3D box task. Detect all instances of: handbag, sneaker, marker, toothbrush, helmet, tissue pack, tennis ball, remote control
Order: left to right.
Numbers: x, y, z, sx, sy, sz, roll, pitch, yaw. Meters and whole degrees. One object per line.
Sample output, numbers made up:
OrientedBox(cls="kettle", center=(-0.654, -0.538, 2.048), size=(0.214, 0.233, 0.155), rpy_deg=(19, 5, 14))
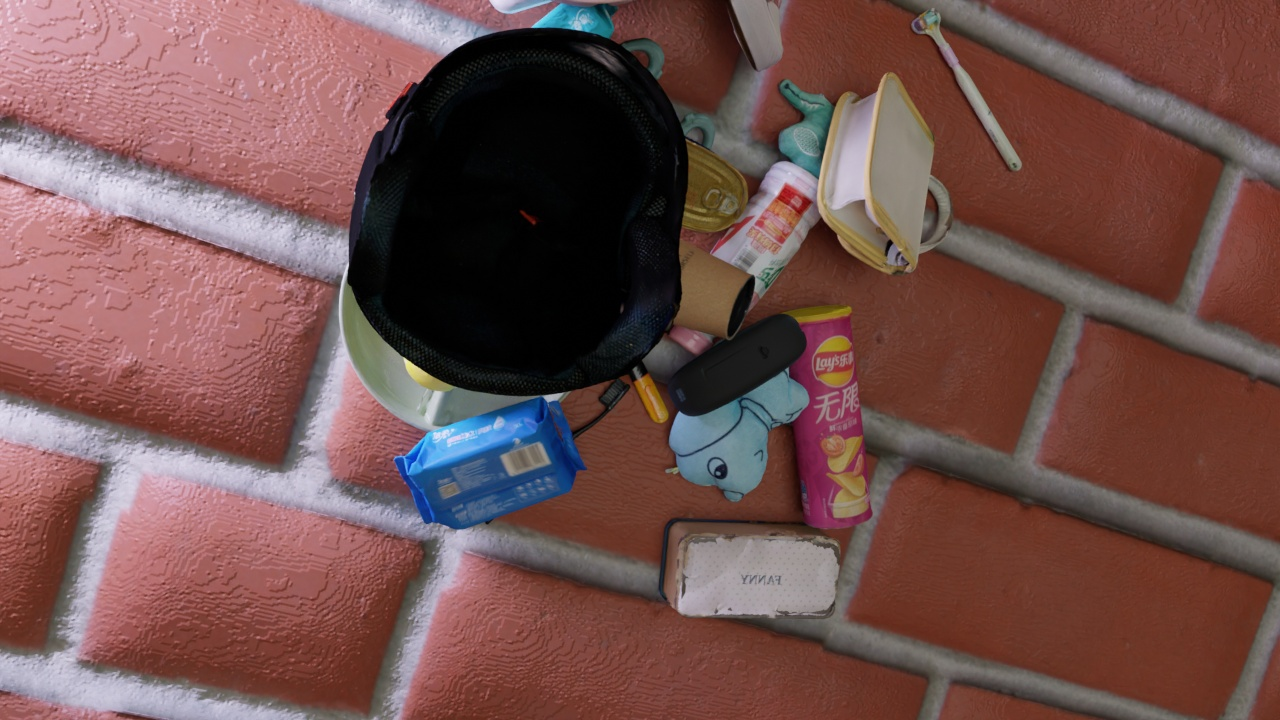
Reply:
OrientedBox(cls="tennis ball", center=(-0.169, -0.006, 0.784), size=(0.065, 0.065, 0.065), rpy_deg=(-2, 97, -13))
OrientedBox(cls="tissue pack", center=(-0.134, 0.092, 0.821), size=(0.157, 0.052, 0.095), rpy_deg=(-19, 129, -2))
OrientedBox(cls="helmet", center=(-0.090, -0.110, 0.686), size=(0.233, 0.230, 0.275), rpy_deg=(22, 105, -20))
OrientedBox(cls="tissue pack", center=(-0.079, -0.255, 0.791), size=(0.133, 0.093, 0.050), rpy_deg=(-42, 97, -7))
OrientedBox(cls="toothbrush", center=(-0.081, 0.086, 0.872), size=(0.189, 0.014, 0.018), rpy_deg=(-44, 94, -5))
OrientedBox(cls="marker", center=(-0.005, 0.005, 0.879), size=(0.018, 0.015, 0.124), rpy_deg=(-29, 100, -13))
OrientedBox(cls="remote control", center=(0.087, 0.006, 0.833), size=(0.136, 0.024, 0.053), rpy_deg=(-31, 91, 11))
OrientedBox(cls="sneaker", center=(0.108, -0.386, 0.818), size=(0.088, 0.118, 0.241), rpy_deg=(-11, 94, 8))
OrientedBox(cls="handbag", center=(0.242, -0.158, 0.875), size=(0.178, 0.063, 0.163), rpy_deg=(37, 58, -36))
OrientedBox(cls="toothbrush", center=(0.334, -0.269, 0.927), size=(0.189, 0.029, 0.020), rpy_deg=(51, 43, -15))

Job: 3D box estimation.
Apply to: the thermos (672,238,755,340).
OrientedBox(cls="thermos", center=(0.025, -0.072, 0.815), size=(0.143, 0.093, 0.093), rpy_deg=(23, 91, 18))

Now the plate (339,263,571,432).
OrientedBox(cls="plate", center=(-0.152, -0.043, 0.832), size=(0.230, 0.027, 0.230), rpy_deg=(-2, 97, -14))

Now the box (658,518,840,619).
OrientedBox(cls="box", center=(0.102, 0.206, 0.905), size=(0.184, 0.063, 0.090), rpy_deg=(7, 94, -12))

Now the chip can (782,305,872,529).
OrientedBox(cls="chip can", center=(0.182, 0.055, 0.900), size=(0.071, 0.071, 0.210), rpy_deg=(-10, 99, -12))

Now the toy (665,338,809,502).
OrientedBox(cls="toy", center=(0.087, 0.059, 0.878), size=(0.156, 0.049, 0.161), rpy_deg=(-22, 106, 14))

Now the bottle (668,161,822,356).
OrientedBox(cls="bottle", center=(0.099, -0.092, 0.869), size=(0.068, 0.068, 0.197), rpy_deg=(35, 91, -15))

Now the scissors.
OrientedBox(cls="scissors", center=(-0.022, -0.214, 0.828), size=(0.176, 0.019, 0.172), rpy_deg=(-22, 123, -5))

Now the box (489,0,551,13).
OrientedBox(cls="box", center=(-0.058, -0.384, 0.798), size=(0.201, 0.064, 0.160), rpy_deg=(-23, 81, -11))

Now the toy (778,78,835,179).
OrientedBox(cls="toy", center=(0.161, -0.224, 0.880), size=(0.096, 0.030, 0.091), rpy_deg=(39, 64, -7))

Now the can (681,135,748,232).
OrientedBox(cls="can", center=(0.026, -0.168, 0.829), size=(0.148, 0.049, 0.075), rpy_deg=(18, 112, -28))

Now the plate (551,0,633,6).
OrientedBox(cls="plate", center=(-0.050, -0.391, 0.756), size=(0.229, 0.028, 0.229), rpy_deg=(2, 76, -10))
